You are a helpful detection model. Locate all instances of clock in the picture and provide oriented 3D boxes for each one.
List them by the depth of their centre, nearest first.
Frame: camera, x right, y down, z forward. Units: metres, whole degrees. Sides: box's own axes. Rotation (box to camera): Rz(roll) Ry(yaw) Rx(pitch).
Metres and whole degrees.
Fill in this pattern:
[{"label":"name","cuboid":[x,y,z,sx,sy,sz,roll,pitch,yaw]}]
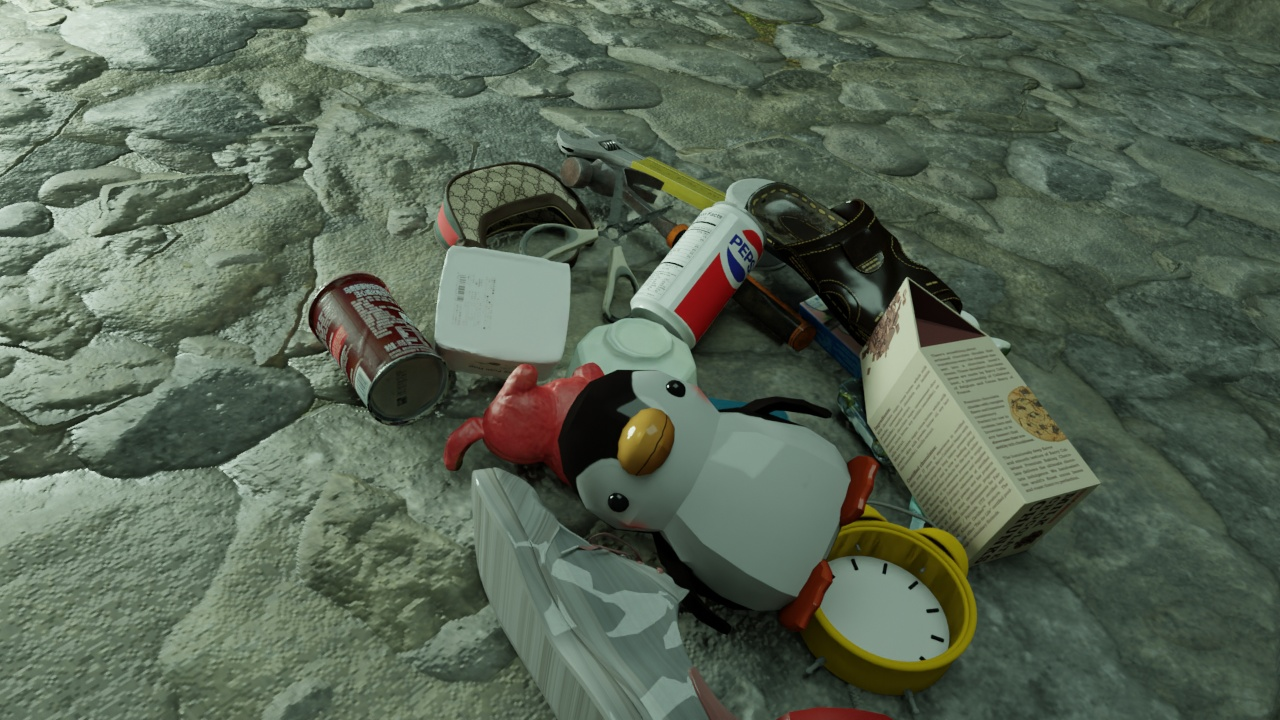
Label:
[{"label":"clock","cuboid":[0.165,0.154,0.621,0.113,0.052,0.151,18,43,11]}]

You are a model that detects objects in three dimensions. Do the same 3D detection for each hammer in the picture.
[{"label":"hammer","cuboid":[0.061,-0.114,0.943,0.314,0.035,0.137,43,27,28]}]

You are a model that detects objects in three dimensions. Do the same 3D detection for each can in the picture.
[{"label":"can","cuboid":[0.054,-0.077,0.837,0.070,0.070,0.132,29,70,24]}]

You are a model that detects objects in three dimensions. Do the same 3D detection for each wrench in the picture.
[{"label":"wrench","cuboid":[0.011,-0.227,1.104,0.273,0.018,0.083,33,43,27]}]

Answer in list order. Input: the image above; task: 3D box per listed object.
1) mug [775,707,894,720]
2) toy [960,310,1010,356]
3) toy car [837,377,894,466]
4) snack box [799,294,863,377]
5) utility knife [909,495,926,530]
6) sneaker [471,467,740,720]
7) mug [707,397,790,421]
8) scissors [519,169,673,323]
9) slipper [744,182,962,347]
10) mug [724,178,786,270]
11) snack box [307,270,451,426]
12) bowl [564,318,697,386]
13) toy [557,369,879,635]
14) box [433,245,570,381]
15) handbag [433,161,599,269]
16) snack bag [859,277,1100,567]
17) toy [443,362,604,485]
[{"label":"mug","cuboid":[0.088,0.239,0.463,0.116,0.081,0.096,10,37,-10]},{"label":"toy","cuboid":[0.299,-0.027,0.895,0.079,0.038,0.122,-12,41,-7]},{"label":"toy car","cuboid":[0.198,0.053,0.774,0.038,0.027,0.089,-14,53,-24]},{"label":"snack box","cuboid":[0.227,-0.018,0.854,0.088,0.033,0.154,-26,48,-15]},{"label":"utility knife","cuboid":[0.228,0.102,0.732,0.022,0.015,0.140,26,43,9]},{"label":"sneaker","cuboid":[-0.023,0.148,0.550,0.089,0.099,0.236,-17,52,-29]},{"label":"mug","cuboid":[0.049,0.061,0.698,0.121,0.078,0.078,3,38,-17]},{"label":"scissors","cuboid":[-0.034,-0.108,0.878,0.170,0.013,0.157,-14,78,-19]},{"label":"slipper","cuboid":[0.194,-0.093,0.843,0.112,0.076,0.268,-29,56,-18]},{"label":"mug","cuboid":[0.139,-0.150,0.992,0.113,0.071,0.084,-17,45,-28]},{"label":"snack box","cuboid":[-0.209,-0.011,0.732,0.072,0.072,0.121,-19,47,-32]},{"label":"bowl","cuboid":[-0.005,0.004,0.767,0.117,0.061,0.117,6,36,-5]},{"label":"toy","cuboid":[0.032,0.076,0.602,0.184,0.140,0.159,29,79,-8]},{"label":"box","cuboid":[-0.126,-0.050,0.809,0.107,0.132,0.151,9,67,-15]},{"label":"handbag","cuboid":[-0.121,-0.137,0.938,0.166,0.063,0.138,-24,66,-42]},{"label":"snack bag","cuboid":[0.239,0.042,0.709,0.069,0.095,0.206,-9,53,-23]},{"label":"toy","cuboid":[-0.074,0.058,0.670,0.132,0.088,0.094,-12,54,-25]}]
